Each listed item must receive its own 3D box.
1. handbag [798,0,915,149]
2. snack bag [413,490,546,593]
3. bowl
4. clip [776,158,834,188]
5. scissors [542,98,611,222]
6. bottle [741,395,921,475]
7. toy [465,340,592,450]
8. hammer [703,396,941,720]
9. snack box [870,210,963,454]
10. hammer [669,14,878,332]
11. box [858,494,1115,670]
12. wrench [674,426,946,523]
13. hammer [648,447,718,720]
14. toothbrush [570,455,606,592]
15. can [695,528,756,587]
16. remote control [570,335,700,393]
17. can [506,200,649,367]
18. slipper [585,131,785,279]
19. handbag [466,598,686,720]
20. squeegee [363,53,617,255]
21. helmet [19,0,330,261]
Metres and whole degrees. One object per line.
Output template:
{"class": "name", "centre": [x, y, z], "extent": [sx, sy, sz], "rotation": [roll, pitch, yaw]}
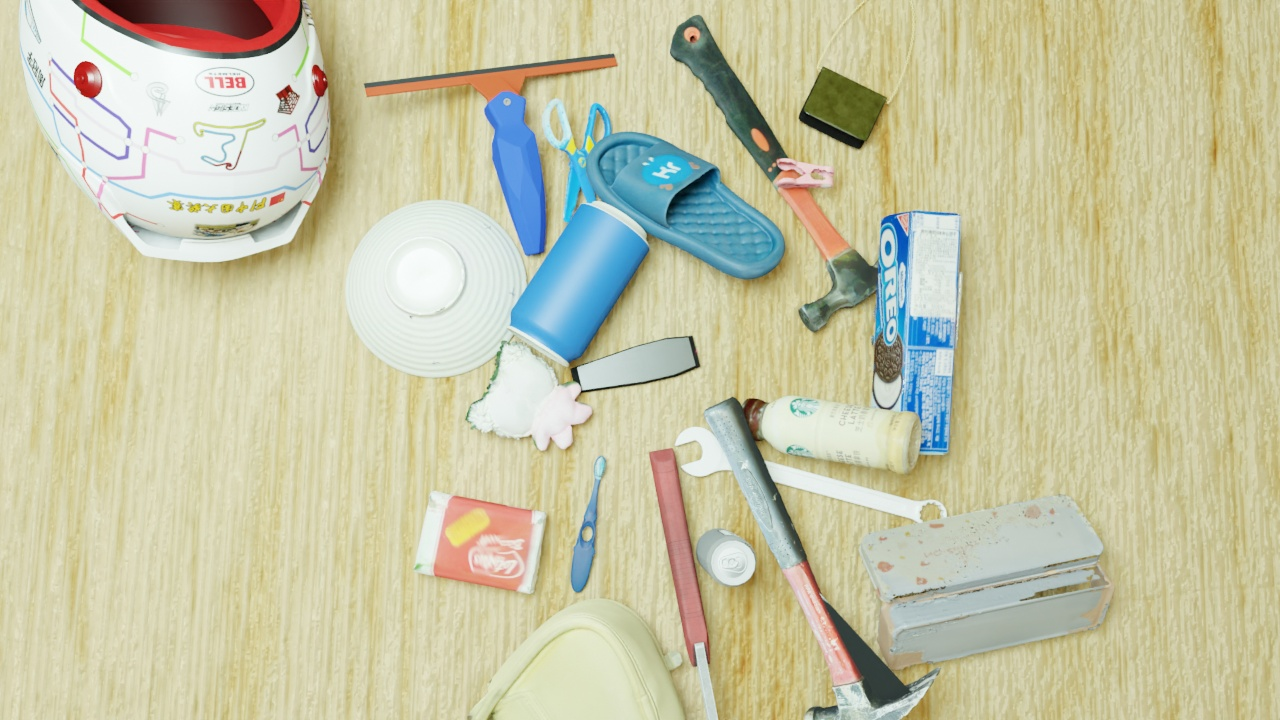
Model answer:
{"class": "handbag", "centre": [0.229, -0.306, 0.935], "extent": [0.084, 0.027, 0.178], "rotation": [26, 79, 1]}
{"class": "snack bag", "centre": [-0.149, 0.171, 0.863], "extent": [0.116, 0.036, 0.077], "rotation": [11, 83, -1]}
{"class": "bowl", "centre": [-0.198, -0.074, 0.868], "extent": [0.177, 0.071, 0.177], "rotation": [0, 85, -2]}
{"class": "clip", "centre": [0.160, -0.184, 0.889], "extent": [0.058, 0.022, 0.037], "rotation": [6, 81, -5]}
{"class": "scissors", "centre": [-0.066, -0.193, 0.888], "extent": [0.104, 0.019, 0.131], "rotation": [16, 82, -40]}
{"class": "bottle", "centre": [0.171, 0.065, 0.845], "extent": [0.162, 0.056, 0.056], "rotation": [7, 83, 29]}
{"class": "toy", "centre": [-0.103, 0.042, 0.876], "extent": [0.109, 0.041, 0.095], "rotation": [28, 85, -5]}
{"class": "hammer", "centre": [0.148, 0.183, 0.836], "extent": [0.141, 0.036, 0.326], "rotation": [-29, 85, 35]}
{"class": "snack box", "centre": [0.260, -0.025, 0.869], "extent": [0.059, 0.059, 0.226], "rotation": [2, 93, -14]}
{"class": "hammer", "centre": [0.133, -0.200, 0.914], "extent": [0.133, 0.033, 0.333], "rotation": [-34, 86, -3]}
{"class": "box", "centre": [0.323, 0.212, 0.871], "extent": [0.216, 0.096, 0.105], "rotation": [-11, 123, -4]}
{"class": "wrench", "centre": [0.165, 0.118, 0.893], "extent": [0.273, 0.009, 0.047], "rotation": [15, 84, -1]}
{"class": "hammer", "centre": [0.048, 0.235, 0.841], "extent": [0.036, 0.126, 0.315], "rotation": [-10, 73, -3]}
{"class": "toothbrush", "centre": [-0.049, 0.156, 0.878], "extent": [0.021, 0.016, 0.132], "rotation": [10, 83, 1]}
{"class": "can", "centre": [0.077, 0.178, 0.835], "extent": [0.044, 0.107, 0.044], "rotation": [0, 84, -2]}
{"class": "remote control", "centre": [-0.005, 0.005, 0.897], "extent": [0.124, 0.010, 0.039], "rotation": [-14, 85, -3]}
{"class": "can", "centre": [-0.058, -0.073, 0.869], "extent": [0.079, 0.079, 0.146], "rotation": [32, 84, 1]}
{"class": "slipper", "centre": [0.047, -0.157, 0.875], "extent": [0.214, 0.059, 0.103], "rotation": [35, 58, 11]}
{"class": "handbag", "centre": [-0.037, 0.344, 0.831], "extent": [0.191, 0.088, 0.233], "rotation": [-34, 86, 13]}
{"class": "squeegee", "centre": [-0.121, -0.194, 0.890], "extent": [0.249, 0.055, 0.185], "rotation": [-13, 97, -17]}
{"class": "helmet", "centre": [-0.399, -0.241, 0.798], "extent": [0.230, 0.237, 0.314], "rotation": [-12, 62, -35]}
